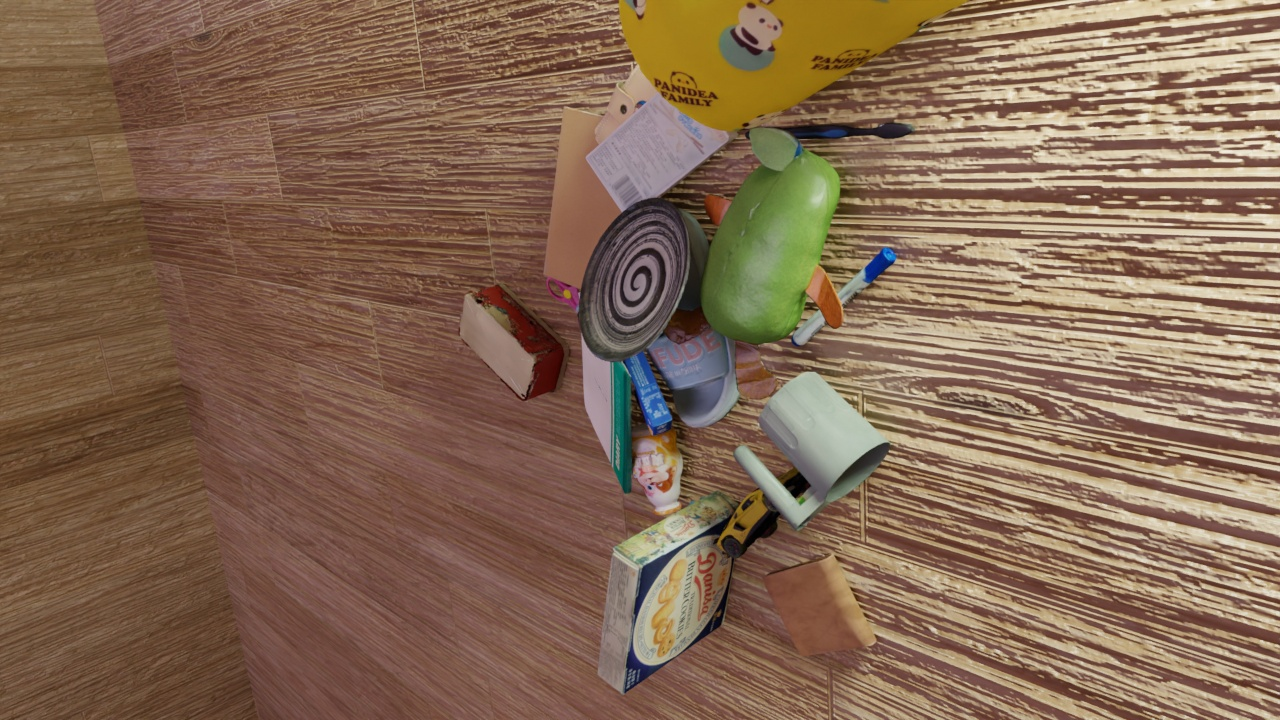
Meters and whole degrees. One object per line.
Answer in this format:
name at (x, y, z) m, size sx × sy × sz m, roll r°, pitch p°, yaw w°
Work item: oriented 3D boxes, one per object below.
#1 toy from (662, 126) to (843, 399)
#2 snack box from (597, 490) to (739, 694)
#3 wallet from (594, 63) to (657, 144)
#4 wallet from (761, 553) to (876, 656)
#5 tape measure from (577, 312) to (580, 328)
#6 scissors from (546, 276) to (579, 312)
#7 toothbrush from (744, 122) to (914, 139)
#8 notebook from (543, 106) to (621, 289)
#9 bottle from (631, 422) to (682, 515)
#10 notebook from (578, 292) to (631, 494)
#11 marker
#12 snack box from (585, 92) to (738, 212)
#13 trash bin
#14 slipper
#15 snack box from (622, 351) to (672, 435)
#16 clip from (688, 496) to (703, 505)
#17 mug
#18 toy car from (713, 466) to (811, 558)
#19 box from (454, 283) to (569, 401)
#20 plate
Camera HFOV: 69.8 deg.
toy at (0.117, -0.093, 0.882) m, size 0.227 × 0.089 × 0.247 m, roll 46°, pitch 124°, yaw 37°
snack box at (0.036, 0.260, 1.043) m, size 0.046 × 0.182 × 0.178 m, roll 28°, pitch 123°, yaw 36°
wallet at (-0.003, -0.266, 0.998) m, size 0.087 × 0.024 × 0.115 m, roll 53°, pitch 129°, yaw 20°
wallet at (0.192, 0.269, 1.001) m, size 0.116 × 0.020 × 0.101 m, roll -34°, pitch 80°, yaw 51°
tape measure at (-0.047, -0.048, 1.129) m, size 0.058 × 0.039 × 0.057 m, roll -28°, pitch 86°, yaw 54°
scissors at (-0.074, -0.065, 1.171) m, size 0.058 × 0.017 × 0.133 m, roll -44°, pitch 75°, yaw 37°
toothbrush at (0.170, -0.212, 0.850) m, size 0.190 × 0.016 × 0.014 m, roll 13°, pitch 123°, yaw 48°
notebook at (-0.051, -0.181, 1.079) m, size 0.148 × 0.008 × 0.208 m, roll 24°, pitch 115°, yaw 35°
bottle at (0.021, 0.129, 1.102) m, size 0.063 × 0.063 × 0.108 m, roll -5°, pitch 101°, yaw 49°
notebook at (-0.040, 0.041, 1.092) m, size 0.209 × 0.012 × 0.150 m, roll 91°, pitch 158°, yaw -46°
marker at (0.191, -0.057, 0.879) m, size 0.017 × 0.016 × 0.146 m, roll 58°, pitch 137°, yaw 15°
snack box at (0.019, -0.224, 0.964) m, size 0.157 × 0.026 × 0.084 m, roll -33°, pitch 92°, yaw 37°
trash bin at (0.125, -0.319, 0.711) m, size 0.256 × 0.229 × 0.229 m, roll -26°, pitch 85°, yaw 55°
slipper at (0.045, -0.044, 1.002) m, size 0.104 × 0.074 × 0.245 m, roll -8°, pitch 97°, yaw 48°
snack box at (-0.006, 0.006, 1.041) m, size 0.084 × 0.026 × 0.157 m, roll 88°, pitch 159°, yaw -78°
clip at (0.063, 0.187, 1.108) m, size 0.014 × 0.043 × 0.057 m, roll 44°, pitch 133°, yaw 31°
mug at (0.163, 0.087, 0.896) m, size 0.124 × 0.083 × 0.103 m, roll -44°, pitch 63°, yaw 7°
toy car at (0.135, 0.157, 0.982) m, size 0.041 × 0.071 × 0.156 m, roll 49°, pitch 132°, yaw 19°
box at (-0.182, -0.026, 1.256) m, size 0.168 × 0.076 × 0.091 m, roll 41°, pitch 132°, yaw 29°
plate at (-0.003, -0.083, 0.958) m, size 0.180 × 0.024 × 0.179 m, roll -23°, pitch 59°, yaw 45°
